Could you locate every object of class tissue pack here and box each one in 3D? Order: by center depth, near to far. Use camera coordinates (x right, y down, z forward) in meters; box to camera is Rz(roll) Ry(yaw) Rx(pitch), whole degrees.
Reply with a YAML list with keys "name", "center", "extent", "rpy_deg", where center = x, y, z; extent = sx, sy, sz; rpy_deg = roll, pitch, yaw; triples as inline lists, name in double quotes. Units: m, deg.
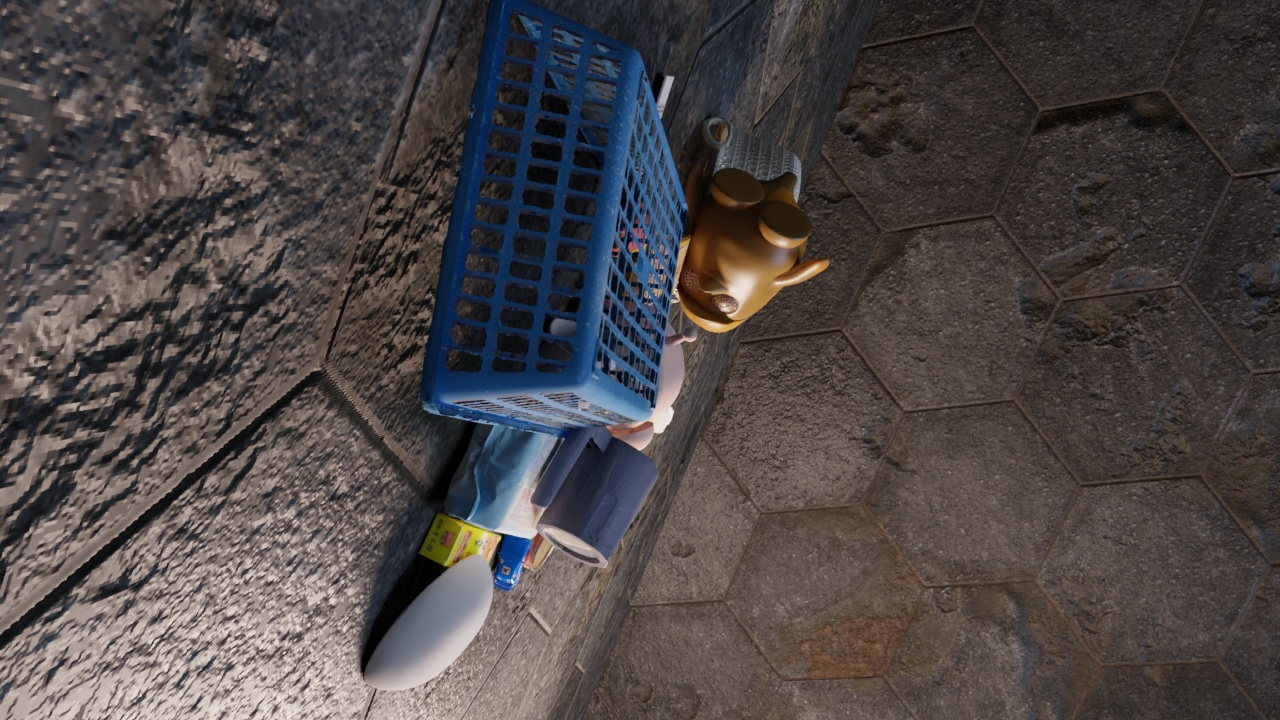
- name: "tissue pack"
  center: [-0.122, 0.103, 0.856]
  extent: [0.182, 0.070, 0.112]
  rpy_deg: [64, 50, -74]

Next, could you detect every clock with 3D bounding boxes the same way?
- name: "clock"
  center: [-0.017, 0.004, 0.961]
  extent: [0.086, 0.131, 0.161]
  rpy_deg: [-14, 134, -60]

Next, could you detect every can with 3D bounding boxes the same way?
- name: "can"
  center: [0.016, -0.116, 1.078]
  extent: [0.067, 0.068, 0.105]
  rpy_deg: [-51, 161, -56]
- name: "can"
  center: [-0.129, 0.213, 1.134]
  extent: [0.086, 0.043, 0.086]
  rpy_deg: [25, 89, -80]

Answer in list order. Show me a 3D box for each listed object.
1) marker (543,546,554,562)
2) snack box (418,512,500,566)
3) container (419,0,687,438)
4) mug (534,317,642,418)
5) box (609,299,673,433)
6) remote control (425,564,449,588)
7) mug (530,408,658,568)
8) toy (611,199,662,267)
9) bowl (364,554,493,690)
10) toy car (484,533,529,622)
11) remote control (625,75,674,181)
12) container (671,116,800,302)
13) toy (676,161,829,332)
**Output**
- name: "marker"
  center: [-0.121, 0.240, 1.292]
  extent: [0.125, 0.025, 0.025]
  rpy_deg: [-52, 162, -55]
- name: "snack box"
  center: [-0.170, 0.175, 0.876]
  extent: [0.148, 0.029, 0.040]
  rpy_deg: [73, 42, -75]
- name: "container"
  center: [-0.035, -0.070, 0.673]
  extent: [0.362, 0.089, 0.257]
  rpy_deg: [40, 59, -80]
- name: "mug"
  center: [-0.054, 0.019, 0.909]
  extent: [0.090, 0.107, 0.071]
  rpy_deg: [-63, -178, 33]
- name: "box"
  center: [-0.009, 0.016, 1.057]
  extent: [0.109, 0.137, 0.125]
  rpy_deg: [91, 24, -60]
- name: "remote control"
  center: [-0.206, 0.255, 0.911]
  extent: [0.033, 0.013, 0.137]
  rpy_deg: [-53, 164, -52]
- name: "mug"
  center: [-0.050, 0.123, 0.874]
  extent: [0.103, 0.084, 0.124]
  rpy_deg: [-60, 141, -26]
- name: "toy"
  center: [-0.006, -0.135, 0.983]
  extent: [0.084, 0.046, 0.103]
  rpy_deg: [-59, 160, -3]
- name: "bowl"
  center: [-0.182, 0.249, 0.841]
  extent: [0.149, 0.043, 0.150]
  rpy_deg: [-48, 165, -18]
- name: "toy car"
  center: [-0.161, 0.254, 1.075]
  extent: [0.061, 0.033, 0.092]
  rpy_deg: [-63, 172, -61]
- name: "remote control"
  center: [0.007, -0.229, 0.933]
  extent: [0.028, 0.012, 0.124]
  rpy_deg: [-43, 154, -66]
- name: "container"
  center: [0.120, -0.189, 1.243]
  extent: [0.184, 0.143, 0.247]
  rpy_deg: [-75, -179, -53]
- name: "toy"
  center: [0.109, -0.118, 1.103]
  extent: [0.162, 0.198, 0.204]
  rpy_deg: [-38, 162, -44]
